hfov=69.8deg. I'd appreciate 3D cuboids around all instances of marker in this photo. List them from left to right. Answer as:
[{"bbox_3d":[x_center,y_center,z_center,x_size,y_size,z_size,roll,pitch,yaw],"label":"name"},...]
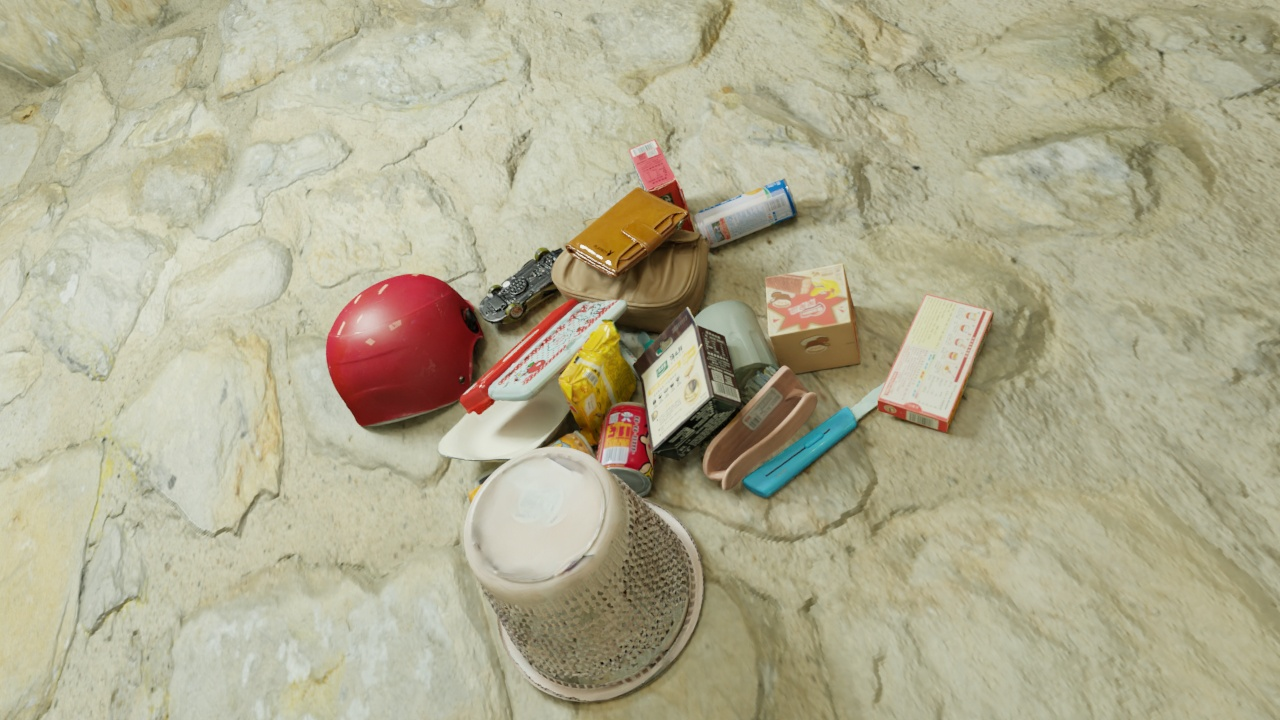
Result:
[{"bbox_3d":[-0.007,0.007,1.155,0.017,0.017,0.146,-35,47,-7],"label":"marker"}]

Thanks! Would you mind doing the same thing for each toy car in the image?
[{"bbox_3d":[-0.157,-0.103,1.297,0.158,0.042,0.070,-37,47,-10],"label":"toy car"}]

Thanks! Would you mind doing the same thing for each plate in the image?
[{"bbox_3d":[-0.152,0.077,1.127,0.164,0.034,0.163,-1,36,35],"label":"plate"}]

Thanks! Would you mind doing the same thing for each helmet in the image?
[{"bbox_3d":[-0.334,-0.039,1.257,0.207,0.144,0.239,-13,47,17],"label":"helmet"}]

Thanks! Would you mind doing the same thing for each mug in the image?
[{"bbox_3d":[0.097,0.006,1.076,0.124,0.083,0.103,-43,43,23],"label":"mug"}]

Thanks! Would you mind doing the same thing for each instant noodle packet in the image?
[{"bbox_3d":[-0.050,0.028,1.078,0.044,0.128,0.110,19,61,24],"label":"instant noodle packet"}]

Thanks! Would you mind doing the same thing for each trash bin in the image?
[{"bbox_3d":[-0.067,0.192,0.894,0.228,0.192,0.227,-9,53,12],"label":"trash bin"}]

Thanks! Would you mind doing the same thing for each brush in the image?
[{"bbox_3d":[0.124,0.075,0.998,0.145,0.063,0.073,-46,38,-2],"label":"brush"}]

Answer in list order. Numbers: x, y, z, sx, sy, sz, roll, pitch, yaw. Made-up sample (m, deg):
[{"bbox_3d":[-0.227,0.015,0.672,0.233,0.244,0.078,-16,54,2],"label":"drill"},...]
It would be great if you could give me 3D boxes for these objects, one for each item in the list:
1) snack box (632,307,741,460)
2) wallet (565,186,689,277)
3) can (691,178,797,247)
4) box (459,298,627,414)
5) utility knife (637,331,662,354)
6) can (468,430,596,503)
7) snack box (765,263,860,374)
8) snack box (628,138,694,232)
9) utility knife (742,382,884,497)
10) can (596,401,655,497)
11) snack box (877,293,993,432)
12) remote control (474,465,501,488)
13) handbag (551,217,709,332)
[{"bbox_3d":[0.049,0.027,1.017,0.113,0.053,0.125,-46,37,36],"label":"snack box"},{"bbox_3d":[-0.011,-0.159,1.159,0.130,0.035,0.119,-42,45,-19],"label":"wallet"},{"bbox_3d":[0.139,-0.196,1.234,0.135,0.053,0.053,-21,47,7],"label":"can"},{"bbox_3d":[-0.120,-0.010,1.126,0.161,0.050,0.200,-14,26,50],"label":"box"},{"bbox_3d":[0.029,0.012,1.124,0.029,0.013,0.178,-65,32,22],"label":"utility knife"},{"bbox_3d":[-0.122,0.139,1.048,0.145,0.058,0.058,-30,45,-19],"label":"can"},{"bbox_3d":[0.200,-0.047,1.066,0.093,0.077,0.094,-10,49,16],"label":"snack box"},{"bbox_3d":[0.032,-0.221,1.262,0.044,0.113,0.127,-21,46,1],"label":"snack box"},{"bbox_3d":[0.202,0.081,1.000,0.208,0.018,0.034,-35,46,-9],"label":"utility knife"},{"bbox_3d":[-0.015,0.101,1.045,0.067,0.066,0.093,-7,50,18],"label":"can"},{"bbox_3d":[0.322,-0.001,1.001,0.077,0.027,0.155,19,61,26],"label":"snack box"},{"bbox_3d":[-0.163,0.188,1.069,0.058,0.021,0.149,-20,48,7],"label":"remote control"},{"bbox_3d":[-0.013,-0.122,1.208,0.205,0.100,0.147,13,62,27],"label":"handbag"}]
